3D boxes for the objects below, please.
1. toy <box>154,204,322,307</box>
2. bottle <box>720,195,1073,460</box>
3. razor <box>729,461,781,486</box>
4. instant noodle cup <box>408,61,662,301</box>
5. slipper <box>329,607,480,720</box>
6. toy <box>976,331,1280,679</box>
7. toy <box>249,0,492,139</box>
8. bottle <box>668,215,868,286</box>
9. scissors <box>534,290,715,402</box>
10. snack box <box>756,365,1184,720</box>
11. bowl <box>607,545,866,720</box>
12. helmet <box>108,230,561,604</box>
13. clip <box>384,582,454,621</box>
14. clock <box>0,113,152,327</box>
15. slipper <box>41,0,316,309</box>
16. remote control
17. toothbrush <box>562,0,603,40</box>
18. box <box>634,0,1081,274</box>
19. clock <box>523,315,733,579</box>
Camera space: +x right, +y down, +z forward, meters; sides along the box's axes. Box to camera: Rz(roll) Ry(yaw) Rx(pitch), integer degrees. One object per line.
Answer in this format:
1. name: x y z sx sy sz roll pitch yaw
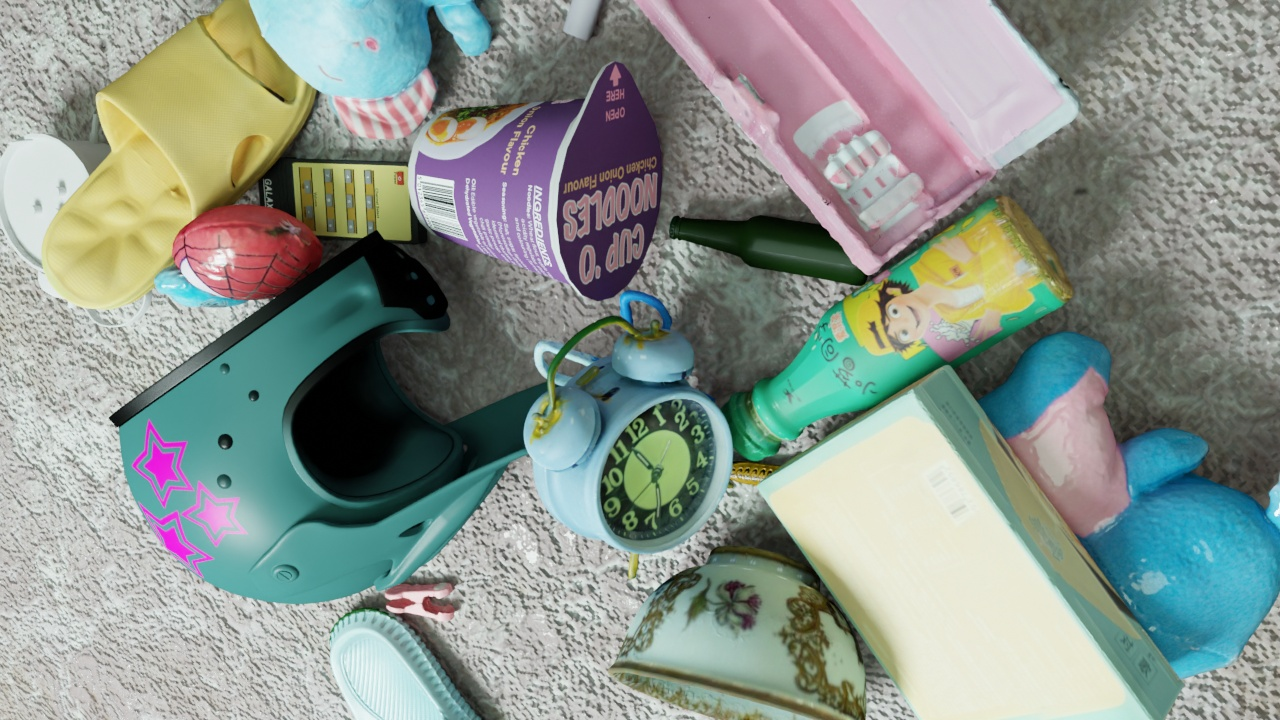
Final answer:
1. toy: -0.286 -0.067 0.649 0.133 0.092 0.062 -27 62 36
2. bottle: 0.136 -0.007 0.531 0.210 0.067 0.068 -37 89 30
3. razor: 0.078 0.075 0.597 0.144 0.021 0.044 6 91 19
4. instant noodle cup: -0.069 -0.114 0.559 0.122 0.121 0.137 13 116 26
5. slipper: -0.164 0.320 0.720 0.116 0.069 0.276 -34 90 20
6. toy: 0.255 0.077 0.493 0.191 0.098 0.225 48 125 8
7. toy: -0.158 -0.238 0.565 0.181 0.114 0.183 -21 105 11
8. bottle: 0.077 -0.071 0.556 0.123 0.033 0.033 12 107 17
9. scissors: -0.012 0.008 0.584 0.123 0.016 0.125 -6 133 7
10. snack box: 0.166 0.117 0.501 0.193 0.044 0.142 55 142 8
11. bowl: 0.069 0.172 0.574 0.160 0.160 0.093 9 65 17
12. helmet: -0.191 0.053 0.606 0.275 0.176 0.200 -31 105 15
13. clip: -0.169 0.191 0.715 0.060 0.023 0.045 -24 93 17
14. clock: -0.434 -0.102 0.714 0.120 0.061 0.159 -17 96 22
15. slipper: -0.324 -0.144 0.630 0.099 0.078 0.263 42 96 1
16. remote control: -0.215 -0.115 0.659 0.133 0.013 0.058 5 105 18
17. toothbrush: -0.008 -0.284 0.541 0.018 0.019 0.188 21 110 -3
18. box: 0.095 -0.170 0.472 0.106 0.115 0.232 -38 87 -4
19. clock: -0.008 0.045 0.538 0.060 0.118 0.162 24 150 51
